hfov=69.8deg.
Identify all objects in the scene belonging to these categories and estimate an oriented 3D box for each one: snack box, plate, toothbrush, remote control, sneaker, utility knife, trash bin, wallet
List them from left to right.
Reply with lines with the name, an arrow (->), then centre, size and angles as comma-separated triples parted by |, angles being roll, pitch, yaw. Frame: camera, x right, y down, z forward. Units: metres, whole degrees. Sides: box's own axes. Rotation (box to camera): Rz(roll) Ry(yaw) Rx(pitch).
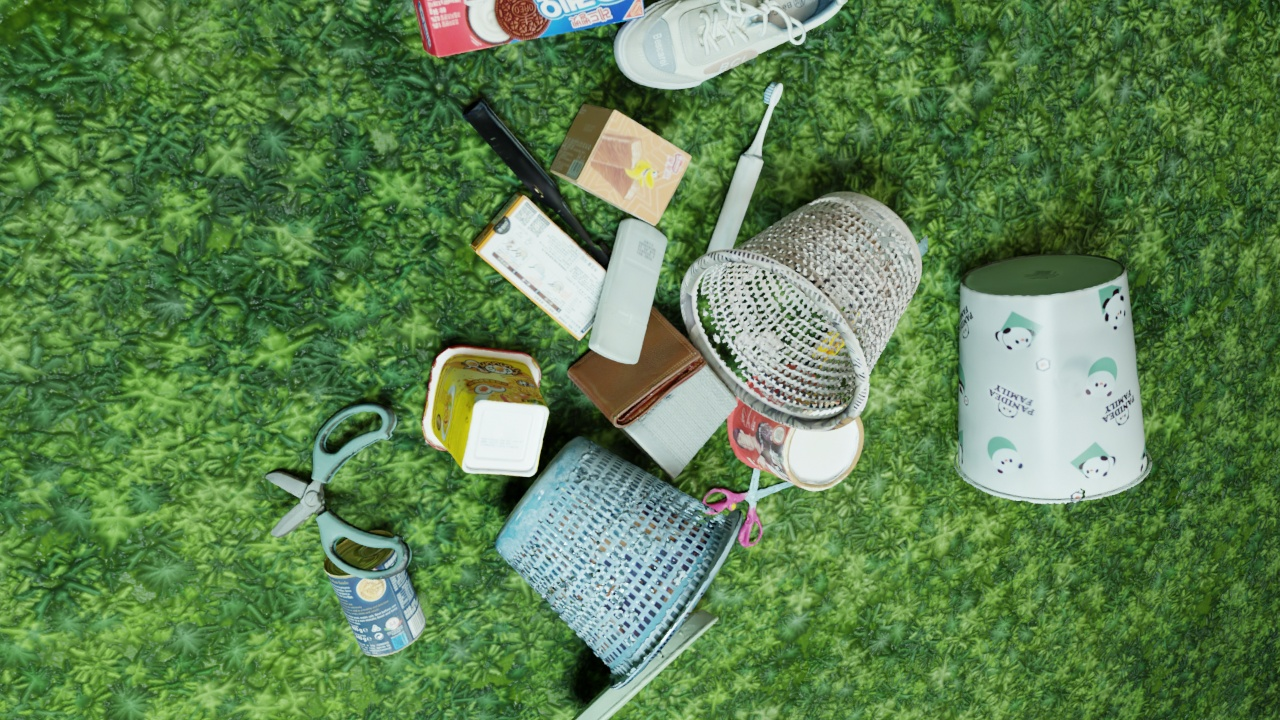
snack box -> -0.099, -0.328, 0.843 | 0.207, 0.057, 0.058 | -18, 117, -17
toothbrush -> -0.096, -0.173, 0.920 | 0.026, 0.027, 0.212 | -20, 128, 35
snack box -> -0.094, -0.095, 0.948 | 0.075, 0.026, 0.153 | -49, 120, -1
trash bin -> -0.035, 0.192, 0.966 | 0.195, 0.226, 0.226 | 38, 92, 3
snack box -> -0.021, -0.194, 0.904 | 0.094, 0.093, 0.077 | 24, 97, -28
remote control -> -0.013, -0.073, 0.961 | 0.058, 0.021, 0.150 | 23, 74, -35
wallet -> -0.006, 0.006, 0.982 | 0.124, 0.101, 0.032 | -38, 142, -7
plate -> -0.001, 0.370, 1.078 | 0.230, 0.027, 0.230 | -38, 163, -14
sneaker -> 0.094, -0.328, 0.905 | 0.242, 0.091, 0.089 | -23, 115, -13
toothbrush -> 0.112, -0.193, 0.998 | 0.026, 0.026, 0.221 | 4, 109, -51
trash bin -> 0.187, -0.069, 0.973 | 0.191, 0.228, 0.227 | -43, 121, -29
utility knife -> 0.277, -0.068, 1.114 | 0.230, 0.015, 0.033 | -46, 125, -7
trash bin -> 0.499, 0.012, 1.133 | 0.229, 0.229, 0.252 | -17, 109, -17

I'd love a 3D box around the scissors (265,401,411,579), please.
scissors -> -0.281, 0.132, 0.914 | 0.170, 0.019, 0.174 | 39, 84, 5

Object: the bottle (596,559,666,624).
bottle -> 0.020, 0.262, 1.110 | 0.149, 0.067, 0.067 | -22, 116, -22

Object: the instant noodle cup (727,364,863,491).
instant noodle cup -> 0.186, 0.084, 1.079 | 0.137, 0.108, 0.138 | -7, 108, -21

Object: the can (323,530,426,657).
can -> -0.278, 0.246, 0.967 | 0.075, 0.075, 0.111 | -20, 115, -15

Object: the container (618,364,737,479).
container -> 0.035, 0.053, 1.022 | 0.114, 0.090, 0.090 | -45, 120, -6

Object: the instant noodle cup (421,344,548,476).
instant noodle cup -> -0.151, 0.056, 0.923 | 0.116, 0.123, 0.116 | 7, 106, -25

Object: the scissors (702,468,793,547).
scissors -> 0.137, 0.178, 1.152 | 0.133, 0.017, 0.136 | -14, 110, -22
